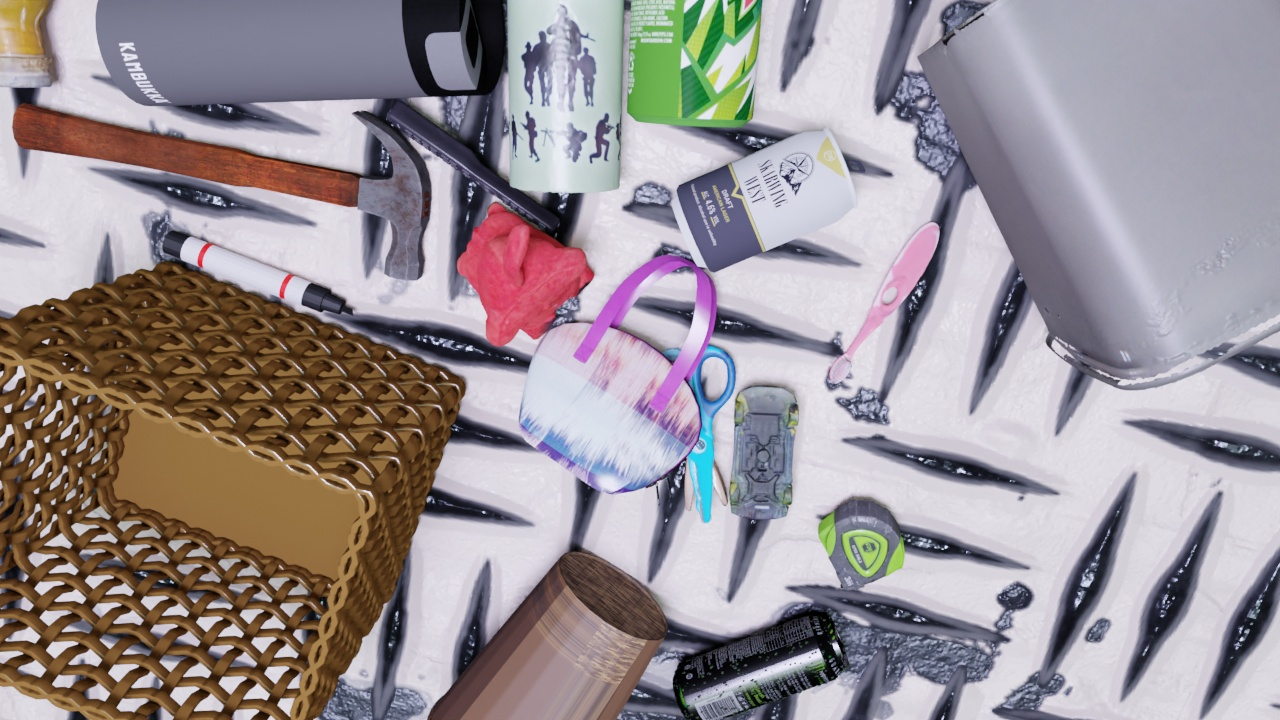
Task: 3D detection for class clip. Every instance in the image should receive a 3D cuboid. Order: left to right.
[{"bbox_3d":[0.043,0.089,0.709,0.039,0.024,0.060,-24,94,8],"label":"clip"}]

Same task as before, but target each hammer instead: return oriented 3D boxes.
[{"bbox_3d":[-0.300,-0.141,0.660,0.300,0.028,0.111,11,108,1],"label":"hammer"}]

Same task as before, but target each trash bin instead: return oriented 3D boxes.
[{"bbox_3d":[0.294,-0.135,0.543,0.198,0.197,0.220,-33,96,12],"label":"trash bin"}]

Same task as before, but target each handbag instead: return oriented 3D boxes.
[{"bbox_3d":[-0.004,0.004,0.665,0.144,0.068,0.170,33,98,14],"label":"handbag"}]

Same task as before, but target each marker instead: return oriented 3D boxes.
[{"bbox_3d":[-0.283,-0.062,0.687,0.145,0.019,0.019,21,107,-2],"label":"marker"}]

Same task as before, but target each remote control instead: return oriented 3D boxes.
[{"bbox_3d":[-0.115,-0.135,0.647,0.136,0.032,0.015,34,87,-8],"label":"remote control"}]

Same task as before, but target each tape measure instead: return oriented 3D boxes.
[{"bbox_3d":[0.172,0.138,0.708,0.059,0.035,0.065,-19,108,19],"label":"tape measure"}]

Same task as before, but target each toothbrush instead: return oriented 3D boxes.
[{"bbox_3d":[0.175,-0.040,0.663,0.021,0.016,0.135,28,107,-5],"label":"toothbrush"}]

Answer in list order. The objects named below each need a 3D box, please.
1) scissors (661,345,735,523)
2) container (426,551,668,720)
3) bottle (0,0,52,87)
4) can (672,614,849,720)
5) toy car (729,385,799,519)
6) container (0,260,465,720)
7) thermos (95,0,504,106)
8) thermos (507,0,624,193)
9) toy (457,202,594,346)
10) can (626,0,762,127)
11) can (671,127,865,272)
[{"bbox_3d":[0.043,0.056,0.688,0.066,0.015,0.135,-4,91,11],"label":"scissors"},{"bbox_3d":[-0.066,0.247,0.715,0.132,0.132,0.167,33,100,-6],"label":"container"},{"bbox_3d":[-0.431,-0.280,0.613,0.053,0.053,0.186,2,107,3],"label":"bottle"},{"bbox_3d":[0.095,0.248,0.737,0.138,0.054,0.054,-24,104,10],"label":"can"},{"bbox_3d":[0.092,0.069,0.693,0.048,0.033,0.105,3,103,5],"label":"toy car"},{"bbox_3d":[-0.293,0.092,0.632,0.251,0.213,0.220,22,107,-3],"label":"container"},{"bbox_3d":[-0.215,-0.211,0.595,0.240,0.082,0.082,0,107,8],"label":"thermos"},{"bbox_3d":[-0.045,-0.228,0.591,0.082,0.082,0.231,3,107,3],"label":"thermos"},{"bbox_3d":[-0.093,-0.066,0.621,0.094,0.133,0.088,45,86,4],"label":"toy"},{"bbox_3d":[0.035,-0.224,0.581,0.083,0.083,0.144,4,107,3],"label":"can"},{"bbox_3d":[0.089,-0.111,0.622,0.127,0.064,0.064,-22,104,10],"label":"can"}]
